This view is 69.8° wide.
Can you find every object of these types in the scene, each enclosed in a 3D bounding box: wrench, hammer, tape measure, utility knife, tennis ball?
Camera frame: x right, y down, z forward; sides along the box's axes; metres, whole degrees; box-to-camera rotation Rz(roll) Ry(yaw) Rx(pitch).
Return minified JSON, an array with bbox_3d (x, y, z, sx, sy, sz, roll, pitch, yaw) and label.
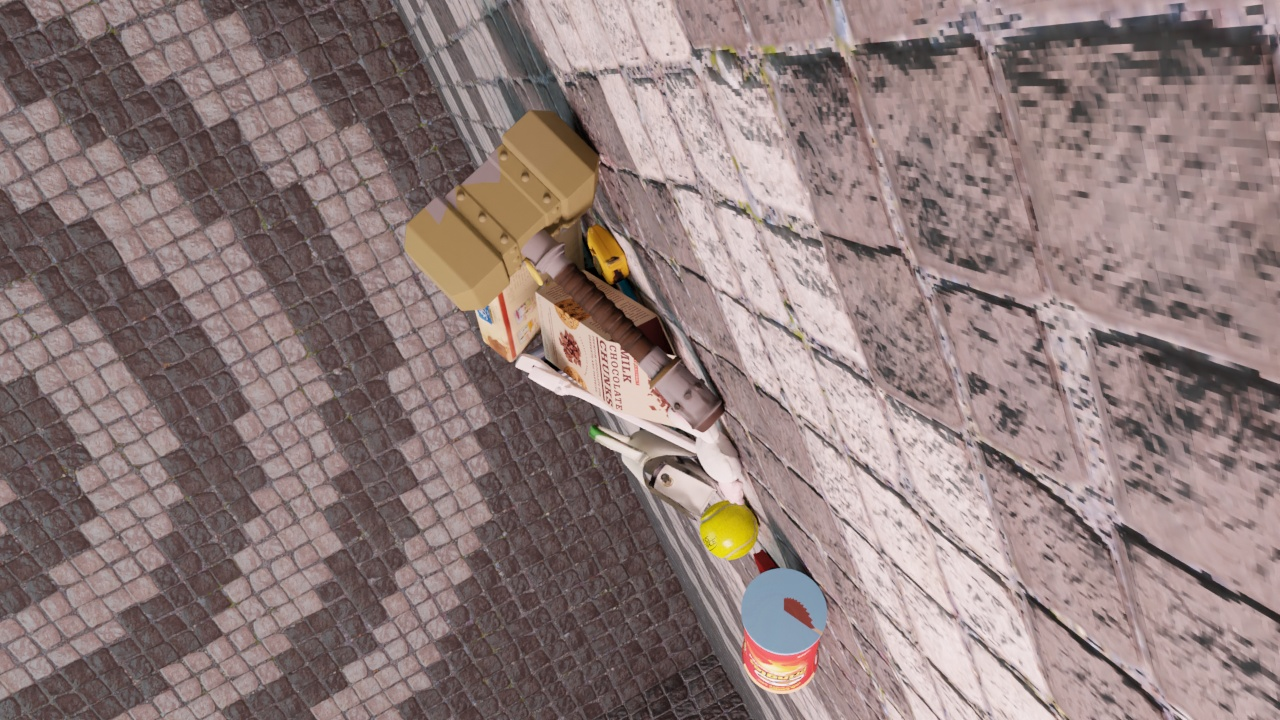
[{"bbox_3d":[-0.031,0.057,1.101,0.273,0.018,0.066,28,-174,-29],"label":"wrench"},{"bbox_3d":[-0.044,-0.057,0.877,0.325,0.190,0.101,45,173,2],"label":"hammer"},{"bbox_3d":[0.154,0.256,1.070,0.051,0.019,0.059,66,173,-27],"label":"tape measure"},{"bbox_3d":[0.014,-0.026,1.041,0.031,0.015,0.206,78,167,-68],"label":"utility knife"},{"bbox_3d":[0.099,0.189,1.028,0.065,0.065,0.065,61,174,12],"label":"tennis ball"},{"bbox_3d":[-0.038,-0.116,1.029,0.068,0.030,0.059,59,171,34],"label":"tape measure"}]

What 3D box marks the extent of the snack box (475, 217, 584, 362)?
[{"bbox_3d":[-0.141,-0.114,1.149,0.055,0.153,0.208,35,154,21],"label":"snack box"}]

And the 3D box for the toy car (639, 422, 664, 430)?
[{"bbox_3d":[0.032,0.124,1.374,0.034,0.046,0.112,47,165,53],"label":"toy car"}]

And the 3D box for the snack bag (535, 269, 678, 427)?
[{"bbox_3d":[-0.025,-0.010,1.016,0.206,0.069,0.094,35,141,41],"label":"snack bag"}]

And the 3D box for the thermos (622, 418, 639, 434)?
[{"bbox_3d":[-0.014,0.065,1.459,0.224,0.052,0.052,60,173,19],"label":"thermos"}]

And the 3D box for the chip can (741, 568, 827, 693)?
[{"bbox_3d":[0.148,0.287,0.959,0.087,0.087,0.214,59,172,28],"label":"chip can"}]

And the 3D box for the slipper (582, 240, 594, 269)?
[{"bbox_3d":[-0.108,-0.130,1.360,0.116,0.069,0.276,61,174,-9],"label":"slipper"}]

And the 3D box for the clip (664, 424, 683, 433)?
[{"bbox_3d":[0.035,0.066,1.226,0.043,0.023,0.076,-152,38,-81],"label":"clip"}]

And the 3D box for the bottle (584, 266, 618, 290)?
[{"bbox_3d":[-0.035,-0.032,1.202,0.182,0.059,0.059,66,173,-24],"label":"bottle"}]

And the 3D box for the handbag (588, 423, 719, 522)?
[{"bbox_3d":[0.013,0.125,1.208,0.176,0.074,0.151,33,179,-12],"label":"handbag"}]

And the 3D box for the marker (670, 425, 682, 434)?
[{"bbox_3d":[0.025,0.056,1.304,0.141,0.013,0.013,59,173,27],"label":"marker"}]

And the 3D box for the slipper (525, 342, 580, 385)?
[{"bbox_3d":[-0.083,0.007,1.292,0.083,0.111,0.267,64,-165,8],"label":"slipper"}]

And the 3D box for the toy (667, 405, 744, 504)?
[{"bbox_3d":[0.077,0.095,0.942,0.125,0.037,0.076,58,167,-15],"label":"toy"}]
